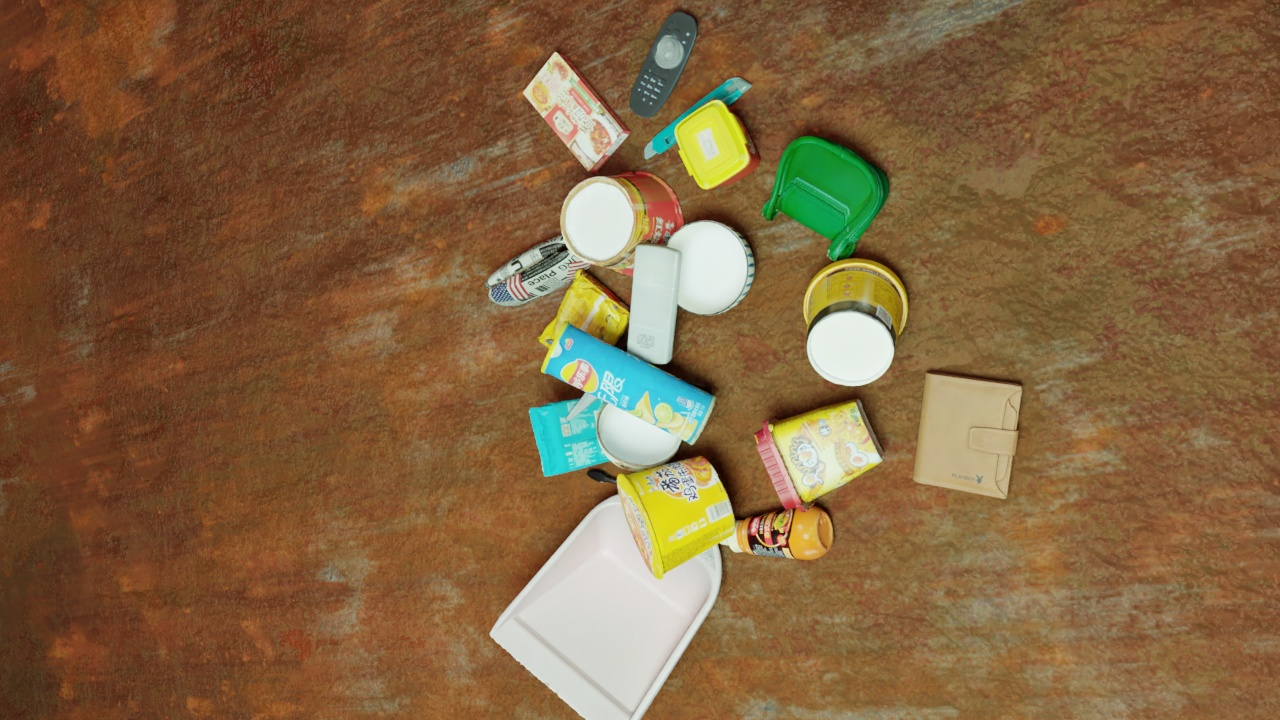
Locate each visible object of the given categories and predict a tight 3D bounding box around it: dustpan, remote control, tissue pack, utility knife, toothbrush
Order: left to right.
[{"bbox_3d":[-0.085,0.098,1.222,0.050,0.133,0.093,-15,85,44],"label":"tissue pack"},{"bbox_3d":[-0.030,0.301,1.179,0.222,0.272,0.139,32,139,17],"label":"dustpan"},{"bbox_3d":[0.011,0.178,1.251,0.190,0.016,0.014,14,98,23],"label":"toothbrush"},{"bbox_3d":[0.017,-0.069,1.138,0.058,0.021,0.150,14,113,20],"label":"remote control"},{"bbox_3d":[0.030,-0.374,1.168,0.053,0.024,0.137,36,109,21],"label":"remote control"},{"bbox_3d":[0.068,-0.307,1.163,0.167,0.013,0.029,-33,79,27],"label":"utility knife"}]

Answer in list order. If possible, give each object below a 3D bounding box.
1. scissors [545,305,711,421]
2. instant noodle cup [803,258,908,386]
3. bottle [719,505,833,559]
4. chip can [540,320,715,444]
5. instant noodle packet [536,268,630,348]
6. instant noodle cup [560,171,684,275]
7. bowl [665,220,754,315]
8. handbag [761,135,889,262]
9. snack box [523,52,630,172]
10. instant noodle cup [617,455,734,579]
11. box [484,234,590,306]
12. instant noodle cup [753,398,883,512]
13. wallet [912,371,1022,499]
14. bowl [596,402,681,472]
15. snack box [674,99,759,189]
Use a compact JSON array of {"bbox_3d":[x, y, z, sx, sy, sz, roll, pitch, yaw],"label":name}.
[{"bbox_3d":[-0.006,0.002,1.189,0.221,0.022,0.233,36,86,-1],"label":"scissors"},{"bbox_3d":[0.238,-0.039,1.029,0.118,0.114,0.119,7,120,13],"label":"instant noodle cup"},{"bbox_3d":[0.164,0.218,1.151,0.150,0.066,0.067,-11,91,35],"label":"bottle"},{"bbox_3d":[-0.015,0.028,1.140,0.210,0.071,0.071,26,109,-1],"label":"chip can"},{"bbox_3d":[-0.074,-0.042,1.251,0.111,0.044,0.129,41,114,16],"label":"instant noodle packet"},{"bbox_3d":[-0.031,-0.178,1.176,0.138,0.108,0.138,3,97,27],"label":"instant noodle cup"},{"bbox_3d":[0.090,-0.116,1.144,0.117,0.066,0.116,4,99,26],"label":"bowl"},{"bbox_3d":[0.215,-0.192,1.069,0.131,0.067,0.120,34,111,20],"label":"handbag"},{"bbox_3d":[-0.087,-0.333,1.233,0.075,0.025,0.153,-44,76,24],"label":"snack box"},{"bbox_3d":[0.046,0.187,1.141,0.109,0.138,0.138,-20,85,-14],"label":"instant noodle cup"},{"bbox_3d":[-0.140,-0.115,1.266,0.164,0.075,0.082,-22,96,25],"label":"box"},{"bbox_3d":[0.215,0.105,1.087,0.124,0.116,0.116,-25,84,15],"label":"instant noodle cup"},{"bbox_3d":[0.371,0.084,1.043,0.108,0.031,0.132,10,102,28],"label":"wallet"},{"bbox_3d":[-0.002,0.100,1.209,0.113,0.113,0.062,40,155,18],"label":"bowl"},{"bbox_3d":[0.096,-0.258,1.116,0.082,0.080,0.091,-28,83,26],"label":"snack box"}]
